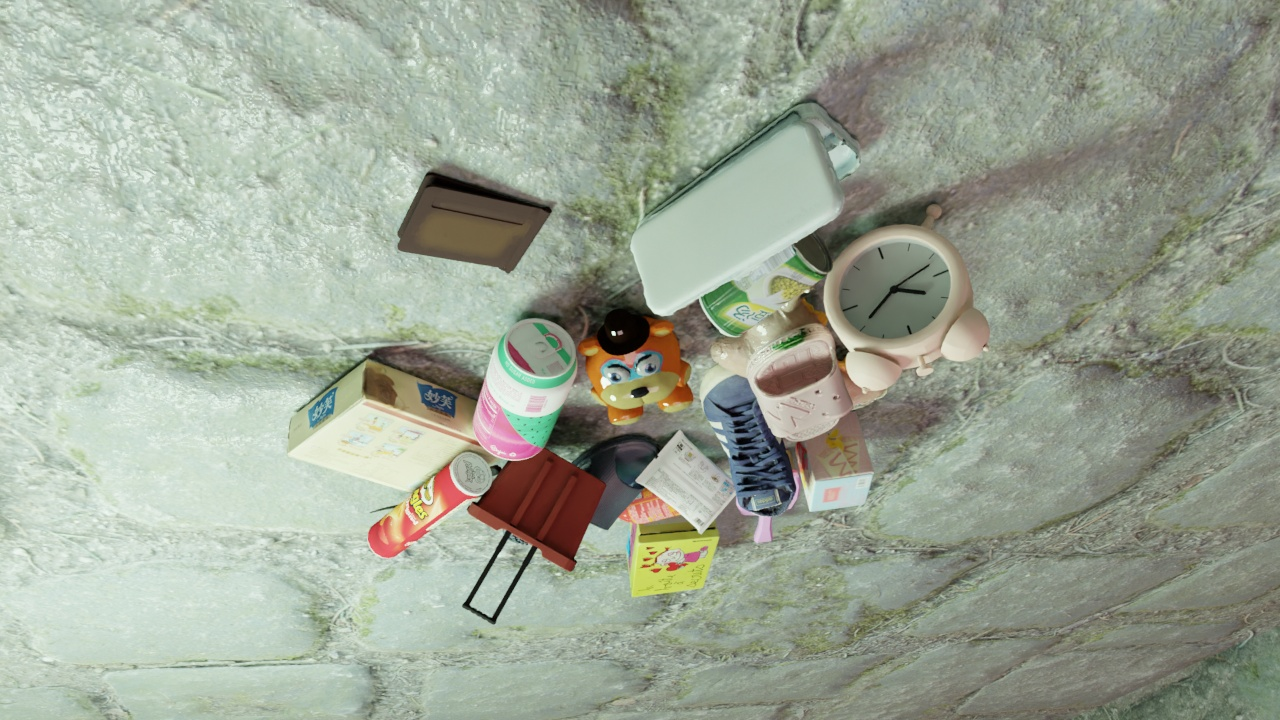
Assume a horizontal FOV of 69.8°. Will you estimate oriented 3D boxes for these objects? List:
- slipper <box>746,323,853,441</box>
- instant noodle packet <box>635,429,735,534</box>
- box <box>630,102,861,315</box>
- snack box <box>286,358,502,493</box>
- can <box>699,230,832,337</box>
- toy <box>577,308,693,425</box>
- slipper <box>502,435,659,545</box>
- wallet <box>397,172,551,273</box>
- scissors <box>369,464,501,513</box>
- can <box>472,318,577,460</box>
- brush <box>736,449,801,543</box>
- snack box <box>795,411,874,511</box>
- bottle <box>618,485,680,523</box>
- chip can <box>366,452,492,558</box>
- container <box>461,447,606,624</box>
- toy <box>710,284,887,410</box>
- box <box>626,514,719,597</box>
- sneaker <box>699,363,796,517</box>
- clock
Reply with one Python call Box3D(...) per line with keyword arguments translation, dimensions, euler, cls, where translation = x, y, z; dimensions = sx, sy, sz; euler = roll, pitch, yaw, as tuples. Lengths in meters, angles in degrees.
Box3D(translation=(0.174, 0.044, 0.974), dimensions=(0.094, 0.064, 0.239), euler=(-21, 150, 6), cls="slipper")
Box3D(translation=(0.066, 0.162, 1.208), dimensions=(0.134, 0.026, 0.087), euler=(42, 89, -27), cls="instant noodle packet")
Box3D(translation=(0.097, -0.124, 0.813), dimensions=(0.212, 0.130, 0.105), euler=(-27, 155, 35), cls="box")
Box3D(translation=(-0.273, 0.085, 1.056), dimensions=(0.154, 0.055, 0.207), euler=(-31, 141, 31), cls="snack box")
Box3D(translation=(0.119, -0.080, 0.889), dimensions=(0.067, 0.067, 0.121), euler=(22, 135, -37), cls="can")
Box3D(translation=(-0.006, 0.005, 0.975), dimensions=(0.112, 0.096, 0.176), euler=(-15, 134, 6), cls="toy")
Box3D(translation=(-0.074, 0.197, 1.223), dimensions=(0.264, 0.082, 0.101), euler=(-35, 139, 22), cls="slipper")
Box3D(translation=(-0.151, -0.118, 0.823), dimensions=(0.115, 0.018, 0.092), euler=(11, 141, -29), cls="wallet")
Box3D(translation=(-0.243, 0.176, 1.202), dimensions=(0.179, 0.015, 0.197), euler=(6, 149, -44), cls="scissors")
Box3D(translation=(-0.125, 0.034, 0.984), dimensions=(0.088, 0.088, 0.166), euler=(4, 144, -18), cls="can")
Box3D(translation=(0.180, 0.201, 1.333), dimensions=(0.089, 0.043, 0.229), euler=(-8, 146, 0), cls="brush")
Box3D(translation=(0.251, 0.133, 1.203), dimensions=(0.079, 0.094, 0.093), euler=(-8, 146, 1), cls="snack box")
Box3D(translation=(0.007, 0.194, 1.272), dimensions=(0.138, 0.061, 0.062), euler=(-15, 145, 11), cls="bottle")
Box3D(translation=(-0.258, 0.178, 1.102), dimensions=(0.051, 0.051, 0.215), euler=(20, 138, -35), cls="chip can")
Box3D(translation=(-0.140, 0.208, 1.101), dimensions=(0.148, 0.200, 0.127), euler=(30, 170, -3), cls="container")
Box3D(translation=(0.205, -0.004, 1.021), dimensions=(0.264, 0.065, 0.197), euler=(15, 144, -33), cls="toy")
Box3D(translation=(0.044, 0.282, 1.390), dimensions=(0.124, 0.082, 0.221), euler=(-3, 144, -8), cls="box")
Box3D(translation=(0.134, 0.109, 1.122), dimensions=(0.091, 0.118, 0.233), euler=(-13, 146, 6), cls="sneaker")
Box3D(translation=(0.247, -0.054, 0.870), dimensions=(0.131, 0.160, 0.086), euler=(-22, 144, 18), cls="clock")
